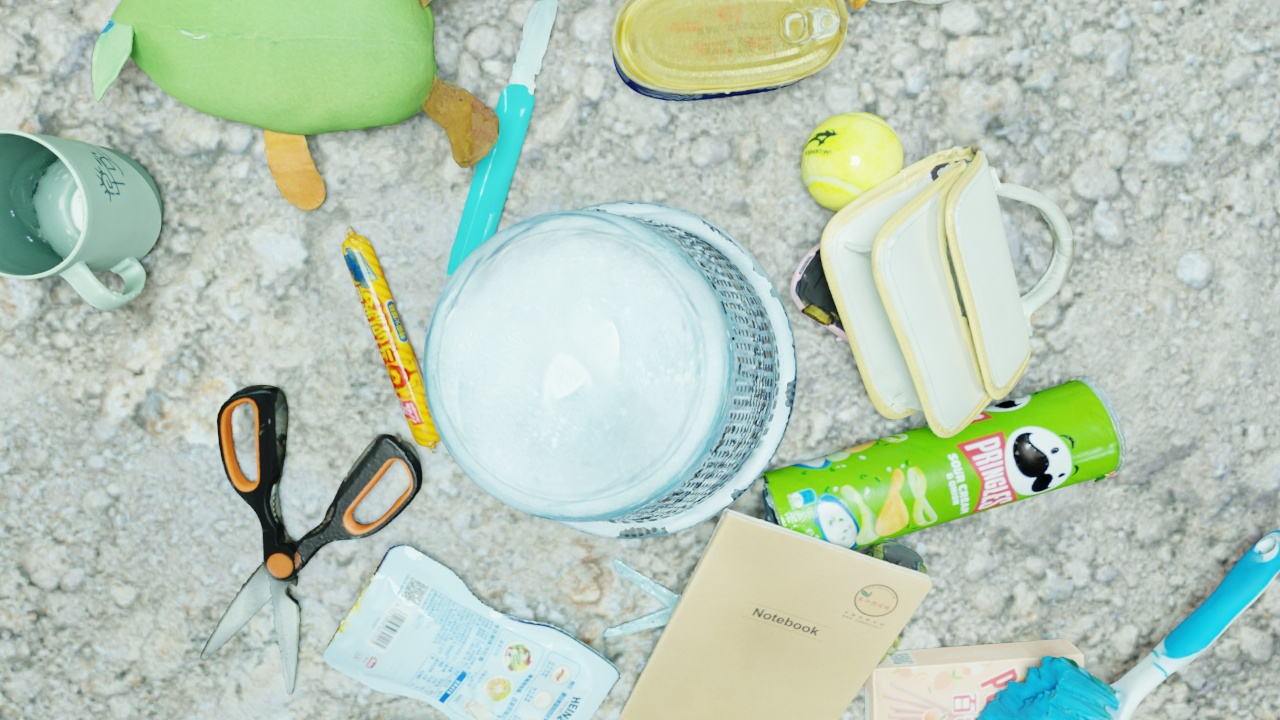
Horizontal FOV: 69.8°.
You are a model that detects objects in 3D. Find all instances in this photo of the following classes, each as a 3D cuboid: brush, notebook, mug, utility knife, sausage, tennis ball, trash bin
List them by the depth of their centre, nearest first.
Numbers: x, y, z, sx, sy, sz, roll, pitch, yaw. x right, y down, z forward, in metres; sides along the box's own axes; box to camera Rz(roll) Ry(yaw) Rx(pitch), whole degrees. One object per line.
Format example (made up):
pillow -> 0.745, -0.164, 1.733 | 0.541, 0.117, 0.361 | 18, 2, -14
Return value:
trash bin -> -0.021, 0.003, 0.524 | 0.227, 0.195, 0.226 | 0, 88, 7
mug -> -0.346, -0.083, 0.567 | 0.082, 0.106, 0.112 | -31, 98, 1
tennis ball -> 0.138, -0.129, 0.598 | 0.065, 0.065, 0.065 | 0, 98, -2
utility knife -> -0.092, -0.139, 0.615 | 0.029, 0.013, 0.209 | 18, 100, -4
sausage -> -0.169, -0.013, 0.627 | 0.021, 0.021, 0.165 | -19, 98, 1
notebook -> 0.088, 0.203, 0.638 | 0.148, 0.008, 0.208 | 19, 118, -6
brush -> 0.328, 0.229, 0.641 | 0.109, 0.060, 0.314 | 30, 95, -13

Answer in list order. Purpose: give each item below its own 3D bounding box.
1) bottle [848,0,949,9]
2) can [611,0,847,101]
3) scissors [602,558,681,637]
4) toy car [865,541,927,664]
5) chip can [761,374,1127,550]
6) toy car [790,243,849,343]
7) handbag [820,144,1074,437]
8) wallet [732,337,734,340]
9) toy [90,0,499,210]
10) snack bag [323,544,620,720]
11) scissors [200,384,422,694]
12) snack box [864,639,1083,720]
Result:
bottle -> 0.183, -0.258, 0.582 | 0.108, 0.063, 0.063 | -19, 99, 0
can -> 0.055, -0.208, 0.592 | 0.148, 0.049, 0.074 | -7, 99, -1
scissors -> 0.039, 0.177, 0.667 | 0.133, 0.017, 0.128 | 36, 98, -3
toy car -> 0.170, 0.172, 0.659 | 0.043, 0.036, 0.091 | 21, 98, -4
chip can -> 0.201, 0.078, 0.629 | 0.236, 0.072, 0.072 | -17, 99, 1
toy car -> 0.156, -0.034, 0.630 | 0.122, 0.037, 0.056 | 31, 94, -19
handbag -> 0.217, -0.055, 0.592 | 0.178, 0.063, 0.163 | -35, 119, -14
wallet -> -0.004, 0.004, 0.638 | 0.122, 0.020, 0.096 | 21, 92, -4
toy -> -0.206, -0.202, 0.564 | 0.247, 0.089, 0.227 | 4, 109, 1
snack bag -> -0.120, 0.217, 0.656 | 0.191, 0.039, 0.110 | 32, 91, -8
scissors -> -0.248, 0.119, 0.647 | 0.221, 0.021, 0.222 | -30, 96, 8
snack box -> 0.246, 0.256, 0.680 | 0.157, 0.026, 0.084 | -4, 99, -1
